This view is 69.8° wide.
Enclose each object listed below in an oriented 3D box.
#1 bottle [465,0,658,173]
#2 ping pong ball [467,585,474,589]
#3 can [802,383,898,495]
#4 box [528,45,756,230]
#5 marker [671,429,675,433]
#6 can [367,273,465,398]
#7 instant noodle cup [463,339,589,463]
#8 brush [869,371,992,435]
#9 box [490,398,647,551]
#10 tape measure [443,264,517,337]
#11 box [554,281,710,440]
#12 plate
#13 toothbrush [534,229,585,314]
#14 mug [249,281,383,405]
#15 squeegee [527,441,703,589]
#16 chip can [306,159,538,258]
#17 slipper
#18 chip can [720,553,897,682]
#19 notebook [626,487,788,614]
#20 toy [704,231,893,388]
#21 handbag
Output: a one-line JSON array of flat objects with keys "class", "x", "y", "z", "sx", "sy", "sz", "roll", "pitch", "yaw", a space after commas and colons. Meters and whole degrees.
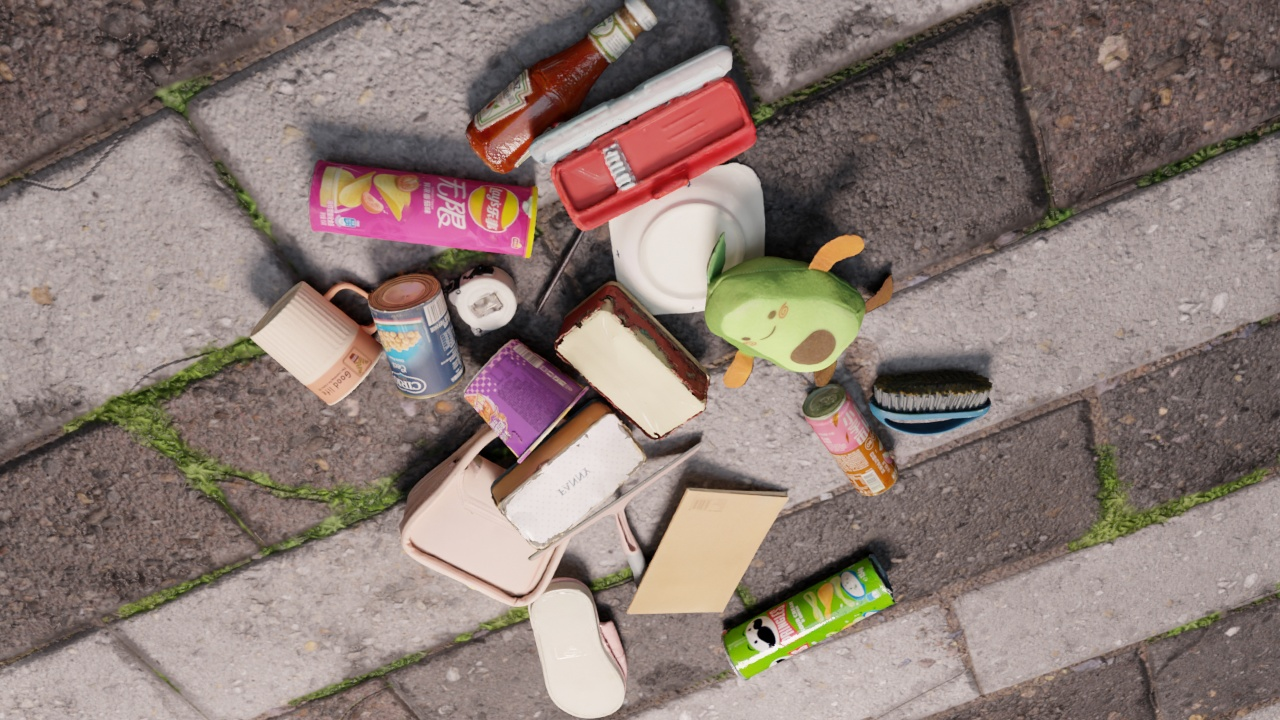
[{"class": "bottle", "x": -0.072, "y": -0.258, "z": 0.849, "sx": 0.206, "sy": 0.059, "sz": 0.060, "roll": -38, "pitch": 117, "yaw": 16}, {"class": "ping pong ball", "x": -0.204, "y": 0.269, "z": 1.158, "sx": 0.040, "sy": 0.040, "sz": 0.040, "roll": -3, "pitch": 121, "yaw": -4}, {"class": "can", "x": 0.251, "y": 0.096, "z": 1.092, "sx": 0.058, "sy": 0.057, "sz": 0.147, "roll": -32, "pitch": 119, "yaw": 13}, {"class": "box", "x": 0.006, "y": -0.206, "z": 0.856, "sx": 0.201, "sy": 0.098, "sz": 0.119, "roll": -26, "pitch": 109, "yaw": 5}, {"class": "marker", "x": 0.023, "y": 0.023, "z": 1.049, "sx": 0.017, "sy": 0.017, "sz": 0.145, "roll": -11, "pitch": 121, "yaw": 1}, {"class": "can", "x": -0.232, "y": -0.027, "z": 0.955, "sx": 0.075, "sy": 0.075, "sz": 0.111, "roll": -9, "pitch": 125, "yaw": -1}, {"class": "instant noodle cup", "x": -0.128, "y": 0.038, "z": 0.987, "sx": 0.099, "sy": 0.111, "sz": 0.112, "roll": 41, "pitch": 111, "yaw": -1}, {"class": "brush", "x": 0.339, "y": 0.053, "z": 1.076, "sx": 0.144, "sy": 0.055, "sz": 0.074, "roll": -2, "pitch": 119, "yaw": -5}, {"class": "box", "x": -0.076, "y": 0.124, "z": 1.036, "sx": 0.184, "sy": 0.061, "sz": 0.090, "roll": -39, "pitch": 113, "yaw": -10}, {"class": "tape measure", "x": -0.163, "y": -0.066, "z": 0.968, "sx": 0.066, "sy": 0.033, "sz": 0.066, "roll": -28, "pitch": 121, "yaw": 11}, {"class": "box", "x": -0.006, "y": 0.006, "z": 0.985, "sx": 0.091, "sy": 0.076, "sz": 0.168, "roll": -36, "pitch": 112, "yaw": 27}, {"class": "plate", "x": 0.053, "y": -0.118, "z": 0.959, "sx": 0.164, "sy": 0.034, "sz": 0.164, "roll": -9, "pitch": 121, "yaw": -2}, {"class": "toothbrush", "x": -0.071, "y": -0.122, "z": 0.954, "sx": 0.018, "sy": 0.015, "sz": 0.181, "roll": 25, "pitch": 115, "yaw": -12}, {"class": "mug", "x": -0.325, "y": -0.030, "z": 0.952, "sx": 0.114, "sy": 0.082, "sz": 0.106, "roll": -49, "pitch": 115, "yaw": -8}, {"class": "squeegee", "x": -0.009, "y": 0.238, "z": 1.153, "sx": 0.247, "sy": 0.040, "sz": 0.250, "roll": -32, "pitch": 134, "yaw": -17}, {"class": "chip can", "x": -0.208, "y": -0.147, "z": 0.893, "sx": 0.210, "sy": 0.071, "sz": 0.071, "roll": 6, "pitch": 120, "yaw": -9}, {"class": "slipper", "x": -0.085, "y": 0.382, "z": 1.230, "sx": 0.114, "sy": 0.054, "sz": 0.275, "roll": -13, "pitch": 124, "yaw": 2}, {"class": "chip can", "x": 0.224, "y": 0.345, "z": 1.230, "sx": 0.236, "sy": 0.072, "sz": 0.072, "roll": -32, "pitch": 119, "yaw": 12}, {"class": "notebook", "x": 0.084, "y": 0.246, "z": 1.167, "sx": 0.149, "sy": 0.012, "sz": 0.212, "roll": 7, "pitch": 121, "yaw": -29}, {"class": "toy", "x": 0.161, "y": -0.047, "z": 0.967, "sx": 0.246, "sy": 0.090, "sz": 0.228, "roll": 12, "pitch": 126, "yaw": -35}, {"class": "handbag", "x": -0.153, "y": 0.158, "z": 1.084, "sx": 0.193, "sy": 0.093, "sz": 0.234, "roll": 30, "pitch": 105, "yaw": -21}]
